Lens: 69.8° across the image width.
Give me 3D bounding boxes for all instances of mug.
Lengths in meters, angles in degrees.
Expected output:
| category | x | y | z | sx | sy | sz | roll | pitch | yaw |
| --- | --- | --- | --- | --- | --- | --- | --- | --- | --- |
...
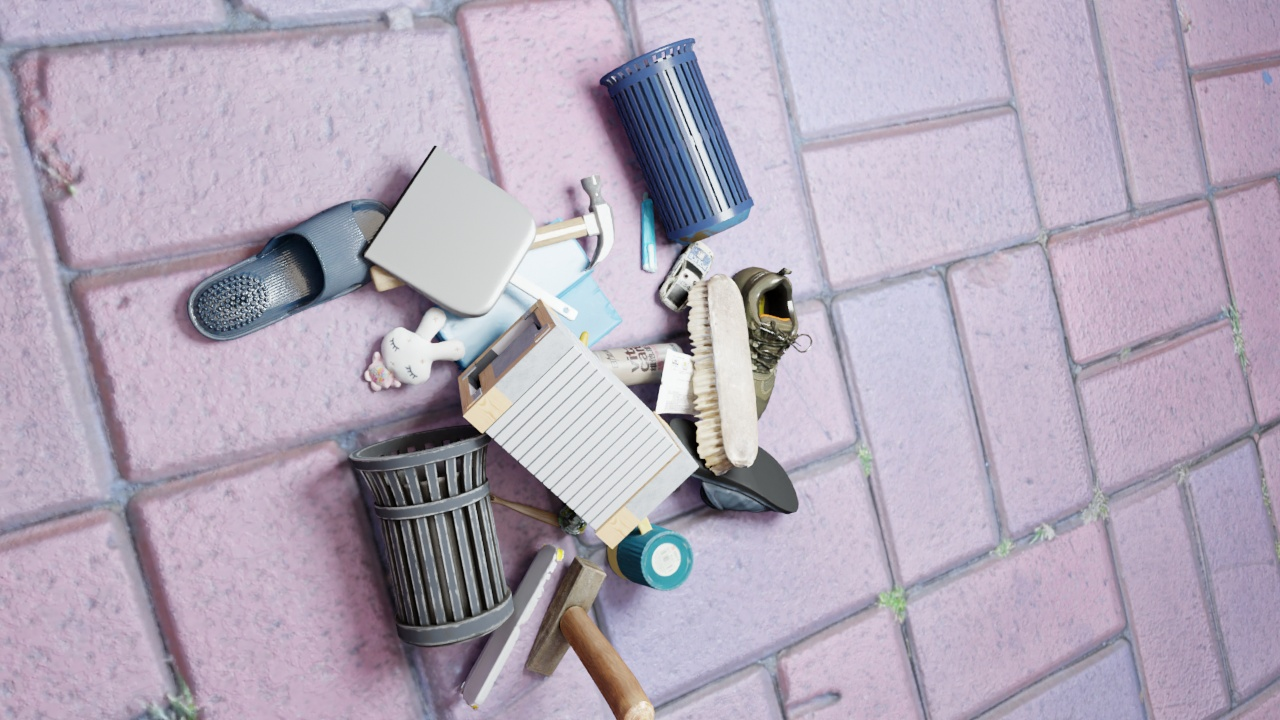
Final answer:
| category | x | y | z | sx | sy | sz | roll | pitch | yaw |
| --- | --- | --- | --- | --- | --- | --- | --- | --- | --- |
| mug | 0.006 | 0.248 | 1.228 | 0.083 | 0.107 | 0.113 | -26 | 99 | -23 |

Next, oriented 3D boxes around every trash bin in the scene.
| category | x | y | z | sx | sy | sz | roll | pitch | yaw |
| --- | --- | --- | --- | --- | --- | --- | --- | --- | --- |
| trash bin | -0.238 | 0.206 | 1.086 | 0.164 | 0.164 | 0.227 | -12 | 97 | -26 |
| trash bin | 0.056 | -0.293 | 1.259 | 0.139 | 0.139 | 0.249 | -28 | 101 | -24 |
| trash bin | -0.079 | 0.073 | 1.108 | 0.142 | 0.142 | 0.247 | -44 | 111 | 2 |

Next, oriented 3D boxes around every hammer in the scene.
| category | x | y | z | sx | sy | sz | roll | pitch | yaw |
| --- | --- | --- | --- | --- | --- | --- | --- | --- | --- |
| hammer | -0.054 | 0.357 | 1.087 | 0.037 | 0.301 | 0.158 | 27 | 88 | -22 |
| hammer | -0.177 | -0.145 | 1.161 | 0.330 | 0.031 | 0.119 | -19 | 96 | -27 |

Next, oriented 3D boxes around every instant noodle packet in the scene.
| category | x | y | z | sx | sy | sz | roll | pitch | yaw |
| --- | --- | --- | --- | --- | --- | --- | --- | --- | --- |
| instant noodle packet | 0.069 | 0.035 | 1.260 | 0.134 | 0.026 | 0.087 | 10 | 91 | -51 |

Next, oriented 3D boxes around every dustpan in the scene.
| category | x | y | z | sx | sy | sz | roll | pitch | yaw |
| --- | --- | --- | --- | --- | --- | --- | --- | --- | --- |
| dustpan | -0.186 | -0.124 | 1.132 | 0.257 | 0.033 | 0.163 | 32 | 75 | -12 |

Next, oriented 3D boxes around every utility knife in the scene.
| category | x | y | z | sx | sy | sz | roll | pitch | yaw |
| --- | --- | --- | --- | --- | --- | --- | --- | --- | --- |
| utility knife | 0.013 | -0.183 | 1.301 | 0.022 | 0.016 | 0.116 | 1 | 85 | -29 |

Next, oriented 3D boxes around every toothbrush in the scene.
| category | x | y | z | sx | sy | sz | roll | pitch | yaw |
| --- | --- | --- | --- | --- | --- | --- | --- | --- | --- |
| toothbrush | -0.146 | 0.198 | 1.207 | 0.166 | 0.016 | 0.016 | 24 | 76 | -24 |

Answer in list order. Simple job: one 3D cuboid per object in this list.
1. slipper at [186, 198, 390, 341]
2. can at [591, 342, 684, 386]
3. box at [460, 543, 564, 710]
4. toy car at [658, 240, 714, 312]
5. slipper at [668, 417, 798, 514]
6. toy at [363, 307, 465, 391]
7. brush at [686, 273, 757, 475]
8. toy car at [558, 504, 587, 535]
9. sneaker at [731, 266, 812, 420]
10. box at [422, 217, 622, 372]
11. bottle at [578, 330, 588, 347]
| category | x | y | z | sx | sy | sz | roll | pitch | yaw |
| --- | --- | --- | --- | --- | --- | --- | --- | --- | --- |
| slipper | -0.393 | -0.105 | 1.065 | 0.263 | 0.083 | 0.101 | -34 | 104 | -22 |
| can | -0.007 | 0.007 | 1.260 | 0.135 | 0.054 | 0.054 | -5 | 90 | -26 |
| box | -0.159 | 0.324 | 1.135 | 0.034 | 0.130 | 0.209 | 32 | 74 | -8 |
| toy car | 0.068 | -0.122 | 1.310 | 0.048 | 0.041 | 0.112 | 37 | 72 | -21 |
| slipper | 0.114 | 0.165 | 1.305 | 0.265 | 0.084 | 0.108 | 24 | 36 | -35 |
| toy | -0.283 | -0.006 | 1.125 | 0.125 | 0.037 | 0.076 | -30 | 96 | -4 |
| brush | 0.112 | 0.016 | 1.237 | 0.083 | 0.057 | 0.271 | 11 | 69 | -45 |
| toy car | -0.080 | 0.195 | 1.229 | 0.038 | 0.027 | 0.089 | 45 | 57 | -15 |
| sneaker | 0.186 | -0.022 | 1.305 | 0.101 | 0.143 | 0.238 | 9 | 84 | -26 |
| box | -0.147 | -0.056 | 1.211 | 0.231 | 0.033 | 0.174 | -41 | 108 | -21 |
| bottle | -0.095 | 0.030 | 1.208 | 0.051 | 0.051 | 0.146 | 19 | 90 | -24 |
